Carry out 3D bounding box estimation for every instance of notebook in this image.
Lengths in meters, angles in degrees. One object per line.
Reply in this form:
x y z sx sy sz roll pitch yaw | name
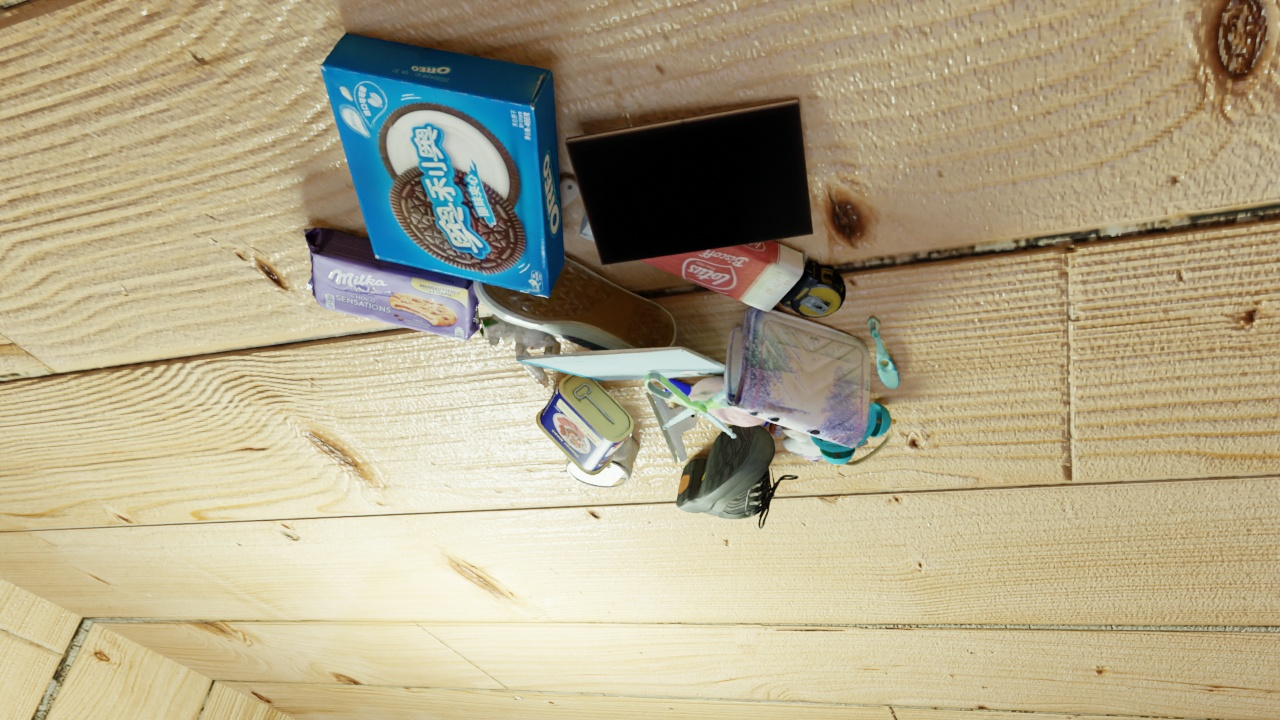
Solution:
-0.006 0.006 1.036 0.181 0.009 0.253 -3 173 18 | notebook
0.049 -0.160 0.853 0.209 0.008 0.141 -7 132 11 | notebook

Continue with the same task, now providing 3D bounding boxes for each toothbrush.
0.279 -0.003 1.054 0.022 0.017 0.135 -10 140 21 | toothbrush

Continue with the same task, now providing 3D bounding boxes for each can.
-0.072 0.080 1.190 0.116 0.056 0.092 45 140 8 | can

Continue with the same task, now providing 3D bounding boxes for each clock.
0.254 0.079 1.132 0.099 0.043 0.129 -40 117 15 | clock
-0.050 0.134 1.287 0.103 0.061 0.157 20 146 -14 | clock

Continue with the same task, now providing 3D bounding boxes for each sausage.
0.181 0.055 1.157 0.020 0.020 0.156 8 145 3 | sausage

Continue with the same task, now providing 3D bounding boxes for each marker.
0.100 0.054 1.175 0.141 0.020 0.020 20 144 -14 | marker

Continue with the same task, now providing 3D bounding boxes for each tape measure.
0.185 -0.071 0.967 0.061 0.034 0.062 18 145 -15 | tape measure

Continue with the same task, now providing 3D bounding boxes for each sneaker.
-0.076 -0.058 1.025 0.235 0.087 0.079 19 163 -21 | sneaker
0.151 0.172 1.250 0.143 0.100 0.239 20 152 -11 | sneaker

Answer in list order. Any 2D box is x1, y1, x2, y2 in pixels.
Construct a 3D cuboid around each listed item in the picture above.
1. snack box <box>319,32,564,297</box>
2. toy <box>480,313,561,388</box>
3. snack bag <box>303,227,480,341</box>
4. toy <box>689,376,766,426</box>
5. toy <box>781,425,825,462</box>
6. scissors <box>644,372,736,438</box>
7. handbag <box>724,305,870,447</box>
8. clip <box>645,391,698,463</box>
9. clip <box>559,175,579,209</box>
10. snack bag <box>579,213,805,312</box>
-0.175 -0.176 0.861 0.195 0.056 0.239 13 143 9 | snack box
-0.140 -0.023 1.060 0.106 0.085 0.074 19 147 -32 | toy
-0.278 -0.089 1.036 0.205 0.058 0.097 14 142 -2 | snack bag
0.122 0.044 1.119 0.108 0.053 0.105 20 154 -19 | toy
0.225 0.103 1.198 0.079 0.038 0.123 -12 146 10 | toy
0.072 0.057 1.092 0.173 0.023 0.171 -17 143 37 | scissors
0.172 0.022 1.021 0.158 0.126 0.069 18 147 -13 | handbag
0.050 0.078 1.194 0.055 0.101 0.046 -19 175 -43 | clip
-0.086 -0.163 0.919 0.026 0.059 0.052 34 178 -29 | clip
0.053 -0.116 0.932 0.225 0.041 0.078 22 141 -14 | snack bag
